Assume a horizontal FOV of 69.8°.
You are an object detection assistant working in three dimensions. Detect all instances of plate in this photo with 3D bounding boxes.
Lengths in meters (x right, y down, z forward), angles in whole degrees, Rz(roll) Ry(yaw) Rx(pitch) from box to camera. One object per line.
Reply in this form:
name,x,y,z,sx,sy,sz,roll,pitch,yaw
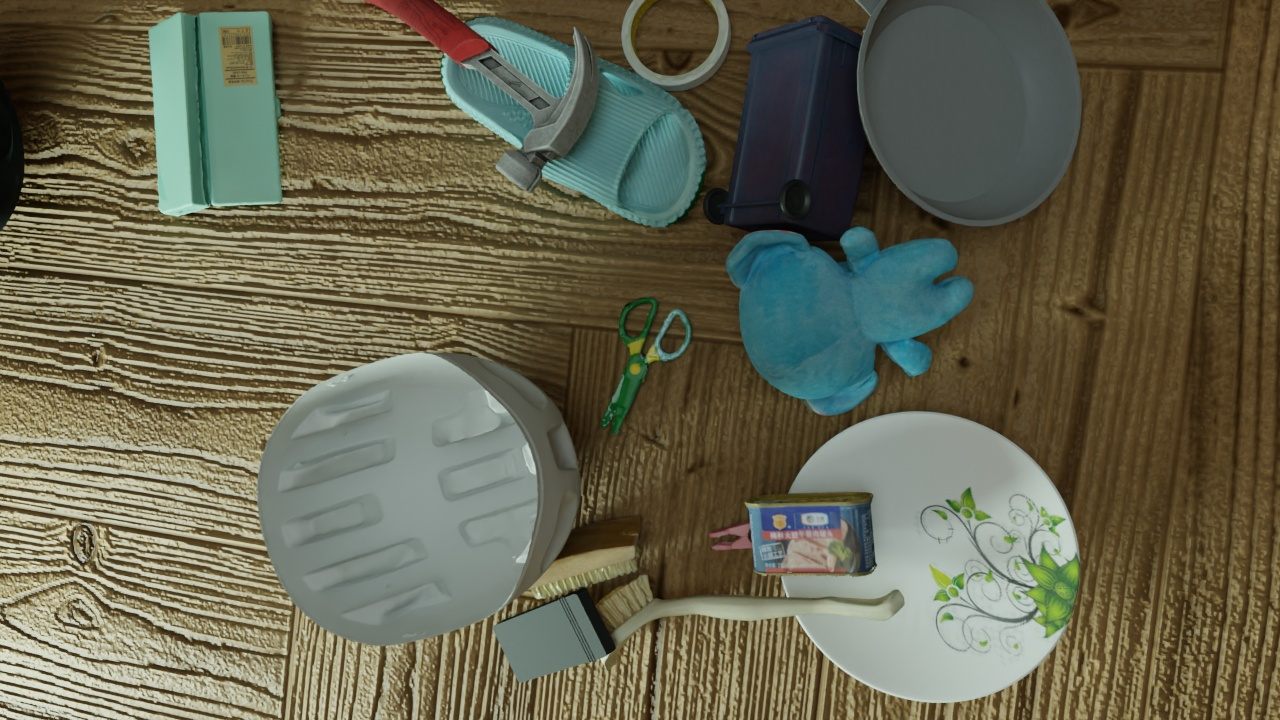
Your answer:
plate,0.227,0.155,0.741,0.230,0.030,0.229,-1,89,23

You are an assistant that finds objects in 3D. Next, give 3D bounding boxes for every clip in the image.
clip,0.091,0.154,0.785,0.060,0.023,0.044,-33,82,5

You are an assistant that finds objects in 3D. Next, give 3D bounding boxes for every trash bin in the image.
trash bin,0.124,-0.181,0.723,0.094,0.092,0.161,9,88,55

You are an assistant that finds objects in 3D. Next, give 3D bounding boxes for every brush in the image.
brush,-0.052,0.174,0.802,0.117,0.049,0.039,-17,109,11
brush,0.078,0.208,0.758,0.273,0.062,0.077,-11,98,18

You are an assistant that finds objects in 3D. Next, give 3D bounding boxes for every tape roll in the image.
tape roll,0.031,-0.283,0.796,0.094,0.019,0.094,0,91,13

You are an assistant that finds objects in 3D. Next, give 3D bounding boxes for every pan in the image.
pan,0.185,-0.243,0.673,0.356,0.051,0.200,35,79,-16

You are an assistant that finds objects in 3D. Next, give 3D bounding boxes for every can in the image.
can,0.136,0.138,0.733,0.100,0.053,0.059,-4,89,23

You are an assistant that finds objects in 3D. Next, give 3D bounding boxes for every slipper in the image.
slipper,-0.065,-0.215,0.791,0.276,0.069,0.116,32,99,12

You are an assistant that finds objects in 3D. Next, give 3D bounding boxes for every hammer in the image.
hammer,-0.159,-0.279,0.793,0.316,0.036,0.126,42,100,25

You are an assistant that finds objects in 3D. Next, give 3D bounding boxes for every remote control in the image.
remote control,-0.077,0.238,0.791,0.134,0.013,0.058,-32,83,43

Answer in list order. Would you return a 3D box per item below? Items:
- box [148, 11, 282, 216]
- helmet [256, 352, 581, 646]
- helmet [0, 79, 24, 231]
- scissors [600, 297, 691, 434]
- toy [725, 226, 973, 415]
box,-0.414,-0.238,0.883,0.138,0.057,0.187,-5,90,19
helmet,-0.186,0.114,0.761,0.282,0.184,0.224,-23,79,6
helmet,-0.720,-0.230,0.848,0.249,0.235,0.316,-16,93,10
scissors,0.003,0.010,0.808,0.071,0.014,0.130,18,93,12
toy,0.163,-0.046,0.724,0.181,0.114,0.183,-25,114,21
